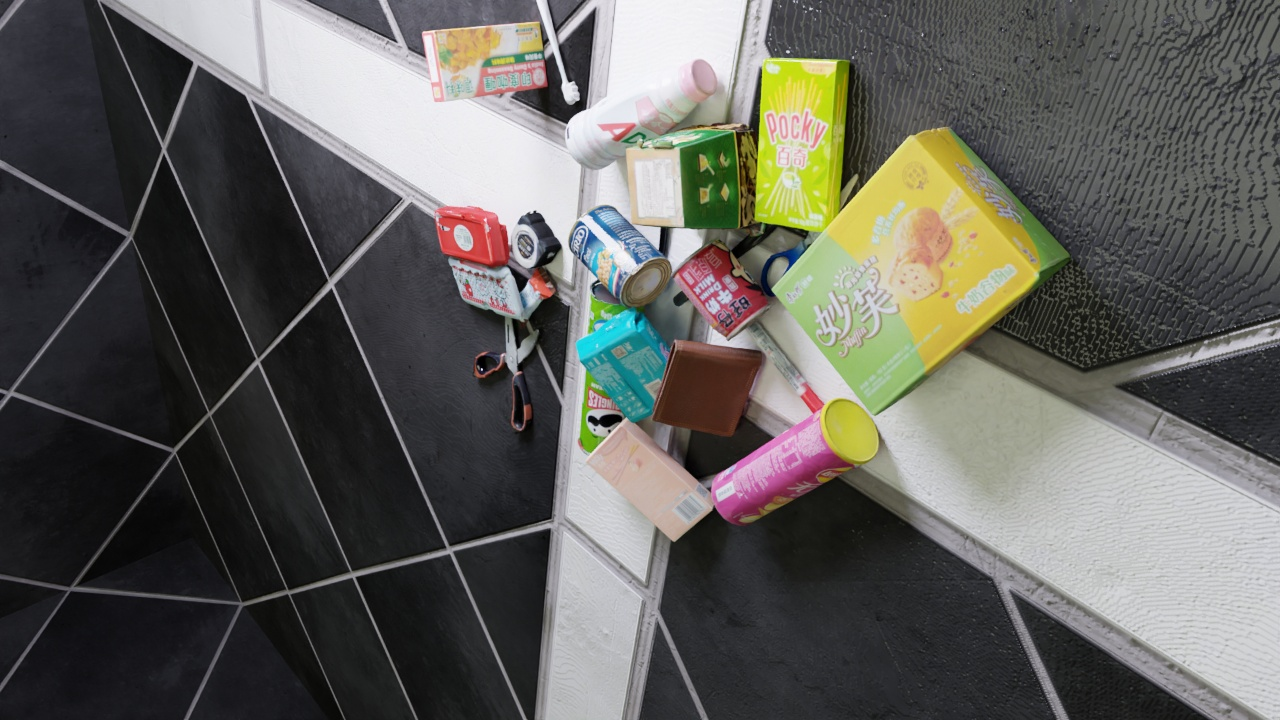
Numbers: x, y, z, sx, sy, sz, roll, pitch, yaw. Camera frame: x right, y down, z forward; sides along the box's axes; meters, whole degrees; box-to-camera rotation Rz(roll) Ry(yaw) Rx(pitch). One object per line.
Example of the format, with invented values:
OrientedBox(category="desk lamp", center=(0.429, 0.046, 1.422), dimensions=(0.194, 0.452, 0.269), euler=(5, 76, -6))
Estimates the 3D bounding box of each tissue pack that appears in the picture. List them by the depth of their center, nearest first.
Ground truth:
OrientedBox(category="tissue pack", center=(-0.006, 0.006, 1.091), dimensions=(0.093, 0.050, 0.133), euler=(-27, 117, 25))

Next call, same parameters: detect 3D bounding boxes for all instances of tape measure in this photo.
OrientedBox(category="tape measure", center=(-0.144, -0.158, 1.234), dimensions=(0.065, 0.033, 0.066), euler=(59, 138, 12))

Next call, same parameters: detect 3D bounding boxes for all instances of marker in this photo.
OrientedBox(category="marker", center=(0.150, -0.001, 0.994), dimensions=(0.145, 0.017, 0.017), euler=(53, 139, 16))

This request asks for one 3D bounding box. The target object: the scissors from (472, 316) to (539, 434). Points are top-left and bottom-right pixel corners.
OrientedBox(category="scissors", center=(-0.196, 0.014, 1.391), dimensions=(0.226, 0.015, 0.189), euler=(-25, 89, 51))

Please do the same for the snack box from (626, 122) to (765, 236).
OrientedBox(category="snack box", center=(0.049, -0.180, 0.942), dimensions=(0.118, 0.105, 0.117), euler=(13, 113, 47))

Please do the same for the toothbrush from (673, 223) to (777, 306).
OrientedBox(category="toothbrush", center=(0.092, -0.107, 1.009), dimensions=(0.182, 0.018, 0.015), euler=(-38, 77, 48))

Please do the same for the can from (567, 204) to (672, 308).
OrientedBox(category="can", center=(-0.024, -0.121, 1.075), dimensions=(0.111, 0.075, 0.075), euler=(47, 137, 30))

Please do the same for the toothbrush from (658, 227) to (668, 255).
OrientedBox(category="toothbrush", center=(0.027, -0.160, 1.056), dimensions=(0.014, 0.016, 0.189), euler=(38, 135, 38))

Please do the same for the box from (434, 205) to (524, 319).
OrientedBox(category="box", center=(-0.235, -0.142, 1.319), dimensions=(0.201, 0.039, 0.158), euler=(19, 122, 55))

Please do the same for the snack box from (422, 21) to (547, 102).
OrientedBox(category="snack box", center=(-0.180, -0.353, 1.081), dimensions=(0.027, 0.155, 0.077), euler=(14, 118, 42))

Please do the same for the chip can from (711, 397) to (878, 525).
OrientedBox(category="chip can", center=(0.161, 0.115, 0.996), dimensions=(0.071, 0.071, 0.211), euler=(59, 141, 10))

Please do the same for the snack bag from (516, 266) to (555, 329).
OrientedBox(category="snack bag", center=(-0.153, -0.087, 1.285), dimensions=(0.104, 0.026, 0.048), euler=(-46, 65, 49))

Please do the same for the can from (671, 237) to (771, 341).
OrientedBox(category="can", center=(0.087, -0.075, 0.973), dimensions=(0.094, 0.066, 0.067), euler=(52, 139, 5))

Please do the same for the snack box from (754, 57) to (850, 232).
OrientedBox(category="snack box", center=(0.152, -0.206, 0.875), dimensions=(0.086, 0.026, 0.156), euler=(20, 118, 41))

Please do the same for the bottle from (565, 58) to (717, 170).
OrientedBox(category="bottle", center=(0.000, -0.268, 0.994), dimensions=(0.197, 0.068, 0.068), euler=(-15, 97, 48))

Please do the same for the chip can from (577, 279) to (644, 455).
OrientedBox(category="chip can", center=(-0.039, 0.013, 1.170), dimensions=(0.072, 0.072, 0.236), euler=(31, 129, 35))

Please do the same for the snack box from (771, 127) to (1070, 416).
OrientedBox(category="snack box", center=(0.237, -0.074, 0.808), dimensions=(0.157, 0.069, 0.211), euler=(53, 134, 15))

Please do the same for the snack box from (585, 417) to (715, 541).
OrientedBox(category="snack box", center=(0.013, 0.152, 1.163), dimensions=(0.157, 0.026, 0.085), euler=(43, 123, -1))

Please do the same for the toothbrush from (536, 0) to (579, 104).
OrientedBox(category="toothbrush", center=(-0.105, -0.394, 1.088), dimensions=(0.016, 0.016, 0.180), euler=(-9, 102, 42))

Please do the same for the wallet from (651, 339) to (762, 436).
OrientedBox(category="wallet", center=(0.074, 0.031, 1.046), dimensions=(0.101, 0.032, 0.125), euler=(12, 130, -5))

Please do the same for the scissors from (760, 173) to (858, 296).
OrientedBox(category="scissors", center=(0.173, -0.111, 0.918), dimensions=(0.175, 0.012, 0.162), euler=(-33, 81, 49))
